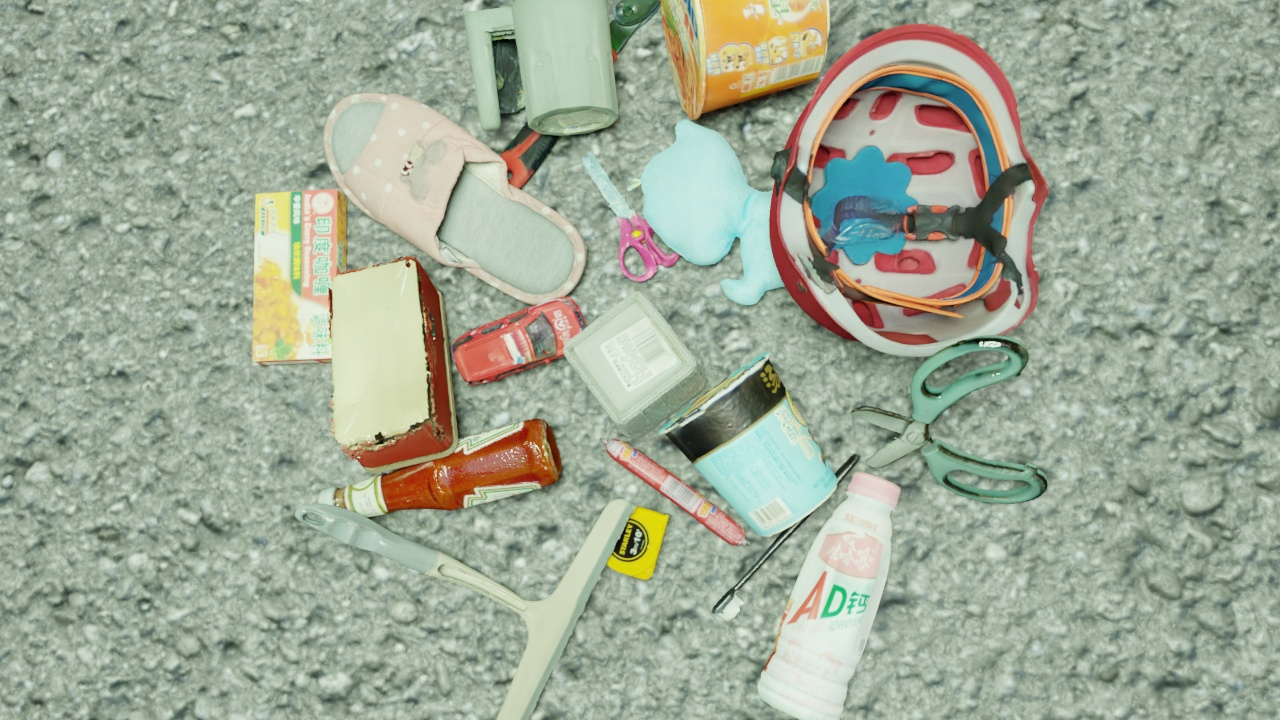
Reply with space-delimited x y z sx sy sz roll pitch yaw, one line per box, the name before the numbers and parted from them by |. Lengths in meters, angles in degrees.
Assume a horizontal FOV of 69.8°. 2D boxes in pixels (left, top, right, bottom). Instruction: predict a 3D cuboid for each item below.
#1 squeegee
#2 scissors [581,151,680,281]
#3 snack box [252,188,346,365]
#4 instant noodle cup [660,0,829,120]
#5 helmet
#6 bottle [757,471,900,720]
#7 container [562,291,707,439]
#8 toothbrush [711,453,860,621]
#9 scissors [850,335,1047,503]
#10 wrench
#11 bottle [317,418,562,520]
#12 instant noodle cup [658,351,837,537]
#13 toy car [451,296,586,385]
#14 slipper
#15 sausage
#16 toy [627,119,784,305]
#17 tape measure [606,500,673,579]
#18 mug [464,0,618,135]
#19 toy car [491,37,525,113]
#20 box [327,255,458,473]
squeegee | -0.168 0.174 0.763 0.246 0.039 0.246 26 94 -5
scissors | -0.013 -0.135 0.819 0.063 0.017 0.135 -29 77 1
snack box | -0.307 -0.075 0.829 0.077 0.027 0.155 -3 82 3
instant noodle cup | 0.086 -0.286 0.768 0.111 0.151 0.151 -11 81 -5
helmet | 0.193 -0.124 0.726 0.207 0.144 0.240 0 92 -10
bottle | 0.158 0.188 0.736 0.068 0.068 0.196 22 81 7
container | -0.004 0.004 0.748 0.090 0.114 0.090 -38 81 0
toothbrush | 0.125 0.147 0.768 0.018 0.015 0.181 41 88 3
scissors | 0.262 0.054 0.714 0.170 0.174 0.019 28 42 -10
wrench | -0.055 -0.263 0.837 0.056 0.016 0.273 31 86 8
bottle | -0.171 0.101 0.779 0.206 0.060 0.059 -15 81 3
instant noodle cup | 0.094 0.072 0.742 0.111 0.111 0.120 -37 89 -1
toy car | -0.104 -0.015 0.785 0.120 0.045 0.053 -21 101 9
slipper | -0.169 -0.143 0.804 0.274 0.054 0.114 35 97 6
sausage | 0.029 0.110 0.779 0.156 0.020 0.020 35 87 8
toy | 0.067 -0.128 0.792 0.156 0.050 0.161 1 85 -5
tape measure | -0.007 0.150 0.772 0.057 0.029 0.060 16 84 6
mug | -0.083 -0.252 0.787 0.124 0.083 0.103 -8 88 0
toy car | -0.124 -0.268 0.832 0.034 0.043 0.090 -5 78 32
box | -0.211 -0.001 0.760 0.091 0.079 0.168 -14 61 3
